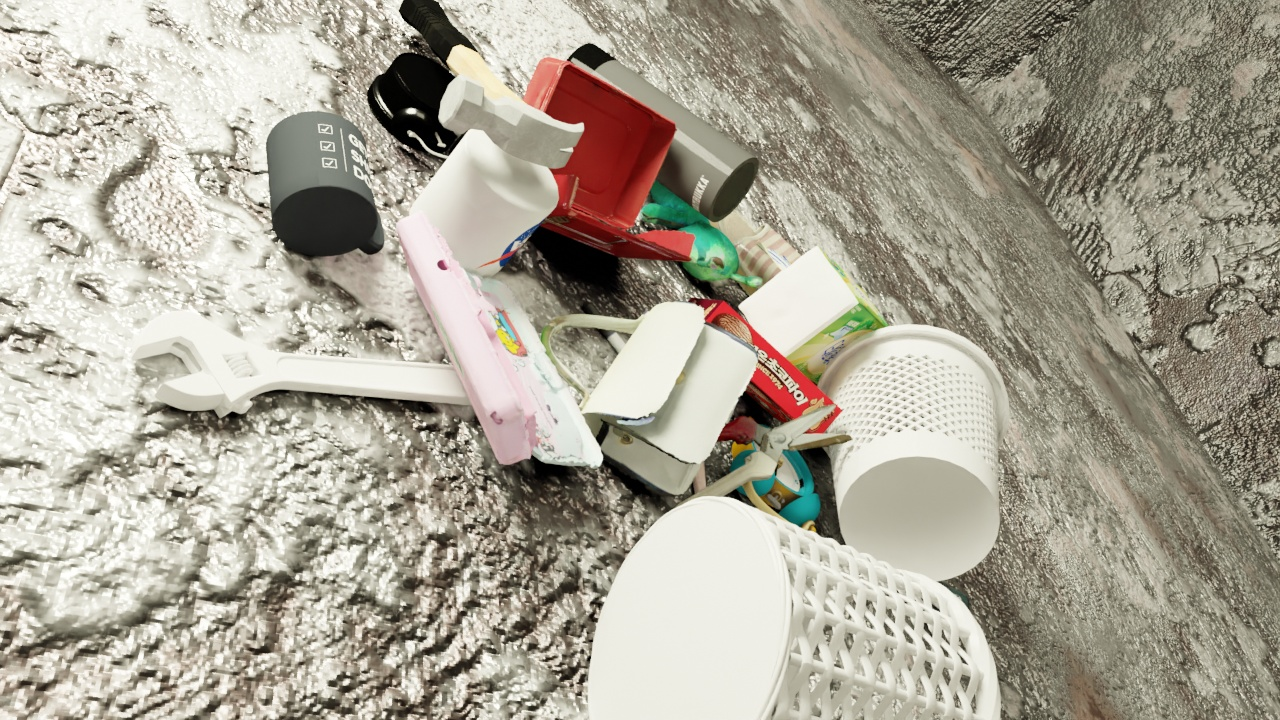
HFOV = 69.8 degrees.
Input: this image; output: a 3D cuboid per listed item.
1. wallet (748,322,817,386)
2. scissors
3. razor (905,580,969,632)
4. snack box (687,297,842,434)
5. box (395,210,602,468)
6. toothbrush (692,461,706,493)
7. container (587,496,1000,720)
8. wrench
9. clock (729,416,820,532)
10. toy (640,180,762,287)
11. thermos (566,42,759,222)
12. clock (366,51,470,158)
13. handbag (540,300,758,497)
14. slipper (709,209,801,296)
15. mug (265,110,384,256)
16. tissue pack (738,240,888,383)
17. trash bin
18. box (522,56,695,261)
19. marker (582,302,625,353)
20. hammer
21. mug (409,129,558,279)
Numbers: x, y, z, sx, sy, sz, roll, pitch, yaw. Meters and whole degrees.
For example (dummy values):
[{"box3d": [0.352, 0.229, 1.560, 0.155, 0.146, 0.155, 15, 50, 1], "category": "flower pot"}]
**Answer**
[{"box3d": [0.164, 0.002, 1.047, 0.121, 0.013, 0.087, 49, 28, 2], "category": "wallet"}, {"box3d": [0.084, 0.079, 0.797, 0.185, 0.015, 0.178, 26, 57, 6], "category": "scissors"}, {"box3d": [0.264, 0.213, 0.919, 0.143, 0.047, 0.052, 41, 9, -7], "category": "razor"}, {"box3d": [0.108, 0.004, 0.892, 0.152, 0.036, 0.132, 41, -2, -10], "category": "snack box"}, {"box3d": [-0.114, -0.007, 0.682, 0.201, 0.066, 0.153, 59, 3, 30], "category": "box"}, {"box3d": [0.056, 0.129, 0.784, 0.015, 0.018, 0.180, 28, 37, -30], "category": "toothbrush"}, {"box3d": [0.094, 0.203, 0.590, 0.186, 0.190, 0.189, 26, 38, -28], "category": "container"}, {"box3d": [-0.193, 0.011, 0.617, 0.272, 0.018, 0.066, 7, 50, -47], "category": "wrench"}, {"box3d": [0.126, 0.109, 0.866, 0.099, 0.044, 0.129, 37, 27, -17], "category": "clock"}, {"box3d": [0.065, -0.150, 1.046, 0.130, 0.073, 0.193, 15, 36, -41], "category": "toy"}, {"box3d": [0.013, -0.255, 1.018, 0.240, 0.082, 0.082, 40, 30, 18], "category": "thermos"}, {"box3d": [-0.195, -0.229, 0.841, 0.091, 0.043, 0.120, 0, 55, -49], "category": "clock"}, {"box3d": [-0.003, 0.009, 0.765, 0.176, 0.074, 0.150, 29, 49, 7], "category": "handbag"}, {"box3d": [0.184, -0.089, 1.131, 0.263, 0.052, 0.114, 53, 34, 8], "category": "slipper"}, {"box3d": [-0.225, -0.120, 0.679, 0.105, 0.071, 0.077, 49, 19, -56], "category": "mug"}, {"box3d": [0.179, -0.065, 0.991, 0.141, 0.120, 0.197, 59, 11, 23], "category": "tissue pack"}, {"box3d": [0.260, 0.095, 0.876, 0.195, 0.196, 0.199, 42, 28, -9], "category": "trash bin"}, {"box3d": [-0.035, -0.194, 0.885, 0.156, 0.157, 0.170, 17, 81, -40], "category": "box"}, {"box3d": [-0.005, 0.005, 0.849, 0.152, 0.011, 0.011, 52, 33, 5], "category": "marker"}, {"box3d": [-0.152, -0.261, 0.816, 0.131, 0.039, 0.328, 14, 27, -39], "category": "hammer"}, {"box3d": [-0.130, -0.140, 0.780, 0.091, 0.090, 0.121, 34, 35, -20], "category": "mug"}]
